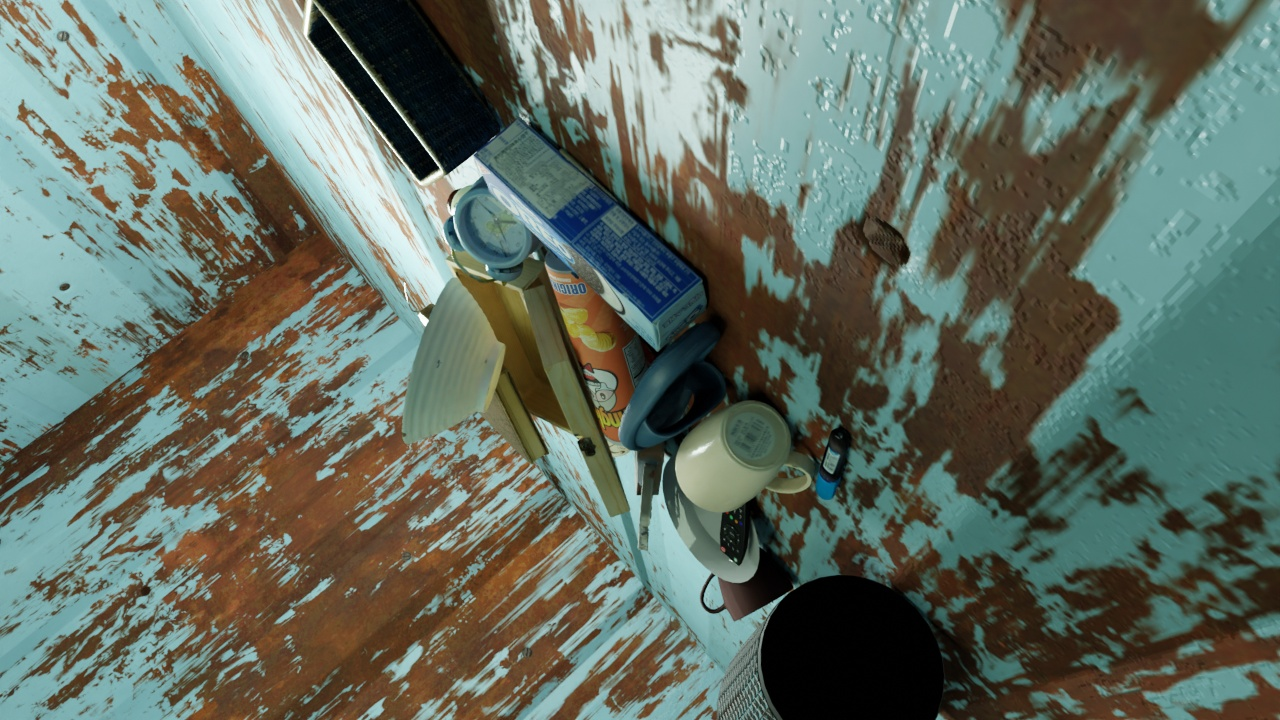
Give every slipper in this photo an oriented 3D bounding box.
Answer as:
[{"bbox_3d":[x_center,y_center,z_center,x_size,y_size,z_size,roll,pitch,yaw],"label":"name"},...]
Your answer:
[{"bbox_3d":[0.031,0.034,0.809,0.059,0.103,0.214,44,162,11],"label":"slipper"}]

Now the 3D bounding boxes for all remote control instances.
[{"bbox_3d":[0.110,0.182,1.052,0.039,0.010,0.125,37,139,38],"label":"remote control"}]

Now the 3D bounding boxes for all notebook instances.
[{"bbox_3d":[-0.204,0.011,1.125,0.215,0.034,0.190,35,154,47],"label":"notebook"}]

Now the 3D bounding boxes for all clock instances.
[{"bbox_3d":[-0.138,-0.125,0.880,0.089,0.051,0.125,39,127,-6],"label":"clock"}]

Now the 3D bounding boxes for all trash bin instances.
[{"bbox_3d":[0.190,0.332,0.914,0.217,0.216,0.244,43,159,24],"label":"trash bin"}]

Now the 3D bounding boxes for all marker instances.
[{"bbox_3d":[0.154,0.083,0.734,0.018,0.015,0.123,40,161,23],"label":"marker"}]

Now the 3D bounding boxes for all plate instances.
[{"bbox_3d":[0.090,0.189,1.118,0.173,0.019,0.173,35,138,39],"label":"plate"}]

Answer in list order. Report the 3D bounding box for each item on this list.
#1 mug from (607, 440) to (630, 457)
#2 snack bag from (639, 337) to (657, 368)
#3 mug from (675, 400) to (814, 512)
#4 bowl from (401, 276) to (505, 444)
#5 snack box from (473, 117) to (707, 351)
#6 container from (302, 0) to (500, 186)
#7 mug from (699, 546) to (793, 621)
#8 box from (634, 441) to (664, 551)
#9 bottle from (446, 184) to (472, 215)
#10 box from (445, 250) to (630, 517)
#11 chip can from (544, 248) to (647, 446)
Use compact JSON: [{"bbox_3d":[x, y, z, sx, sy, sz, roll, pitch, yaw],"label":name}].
[{"bbox_3d":[-0.054,0.069,1.253,0.097,0.081,0.122,55,-172,-50],"label":"mug"},{"bbox_3d":[-0.006,0.006,0.975,0.116,0.036,0.077,48,166,4],"label":"snack bag"},{"bbox_3d":[0.097,0.086,0.802,0.111,0.085,0.104,22,155,-4],"label":"mug"},{"bbox_3d":[-0.183,0.009,0.943,0.071,0.177,0.177,16,166,-3],"label":"bowl"},{"bbox_3d":[-0.043,-0.105,0.751,0.226,0.059,0.059,44,170,20],"label":"snack box"},{"bbox_3d":[-0.224,-0.264,0.858,0.187,0.071,0.145,53,166,-17],"label":"container"},{"bbox_3d":[0.123,0.276,1.164,0.088,0.114,0.087,61,-174,14],"label":"mug"},{"bbox_3d":[0.010,0.150,1.140,0.216,0.043,0.148,93,171,-71],"label":"box"},{"bbox_3d":[-0.166,-0.159,0.990,0.162,0.056,0.056,28,155,57],"label":"bottle"},{"bbox_3d":[-0.098,0.014,1.014,0.261,0.096,0.248,51,166,44],"label":"box"},{"bbox_3d":[-0.032,-0.015,0.868,0.062,0.062,0.210,35,150,46],"label":"chip can"}]
